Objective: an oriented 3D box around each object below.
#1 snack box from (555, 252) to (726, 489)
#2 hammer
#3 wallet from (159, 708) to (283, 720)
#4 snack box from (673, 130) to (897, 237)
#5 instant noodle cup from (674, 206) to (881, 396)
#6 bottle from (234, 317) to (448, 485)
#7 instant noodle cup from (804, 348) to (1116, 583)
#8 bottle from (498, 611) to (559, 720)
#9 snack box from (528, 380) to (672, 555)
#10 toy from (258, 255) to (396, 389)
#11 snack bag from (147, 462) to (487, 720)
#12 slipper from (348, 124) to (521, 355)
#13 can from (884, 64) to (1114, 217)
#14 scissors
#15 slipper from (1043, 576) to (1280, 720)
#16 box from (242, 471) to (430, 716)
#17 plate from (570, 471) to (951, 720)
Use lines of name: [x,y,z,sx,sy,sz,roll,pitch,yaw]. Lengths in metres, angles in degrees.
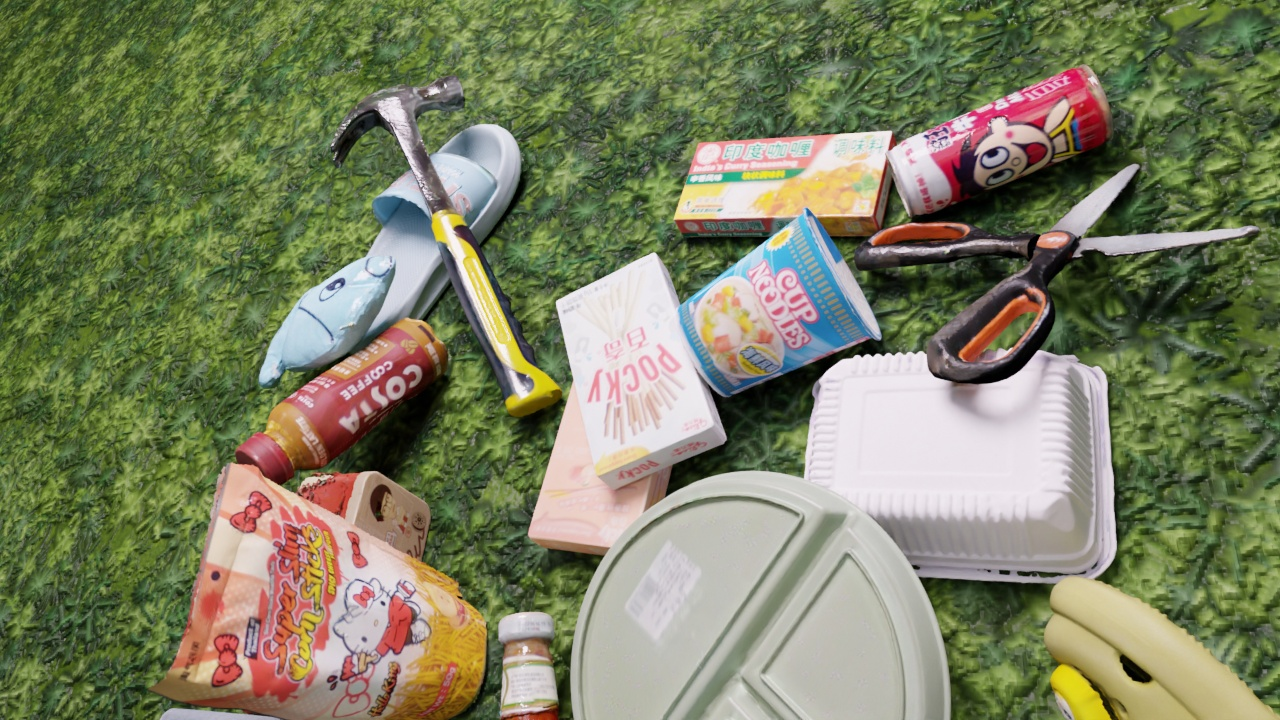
snack box: [-0.004,0.004,0.634,0.085,0.027,0.156,-25,53,12]
hammer: [-0.152,-0.097,0.742,0.126,0.032,0.323,-21,68,-18]
wallet: [-0.238,0.270,0.595,0.130,0.107,0.036,-6,26,24]
snack box: [0.107,-0.130,0.688,0.156,0.027,0.076,4,63,30]
instant noodle cup: [0.086,-0.030,0.604,0.110,0.099,0.099,-31,52,18]
bottle: [-0.226,0.033,0.705,0.057,0.057,0.174,13,40,33]
instant noodle cup: [0.172,0.051,0.525,0.174,0.060,0.137,-4,61,28]
bottle: [-0.061,0.250,0.522,0.060,0.060,0.205,-17,60,19]
snack box: [-0.017,0.058,0.643,0.085,0.026,0.157,1,63,29]
toy: [-0.259,-0.031,0.752,0.161,0.050,0.156,-49,32,1]
snack bag: [-0.184,0.158,0.558,0.073,0.208,0.128,-12,56,28]
slipper: [-0.202,-0.116,0.817,0.104,0.074,0.245,22,76,37]
can: [0.235,-0.143,0.609,0.133,0.053,0.053,-21,54,16]
scissors: [0.228,-0.060,0.544,0.231,0.022,0.220,1,38,38]
slipper: [0.242,0.178,0.393,0.081,0.091,0.190,-43,54,2]
box: [-0.218,0.167,0.645,0.078,0.091,0.168,-6,59,22]
plate: [0.051,0.173,0.501,0.231,0.027,0.230,-11,69,32]
